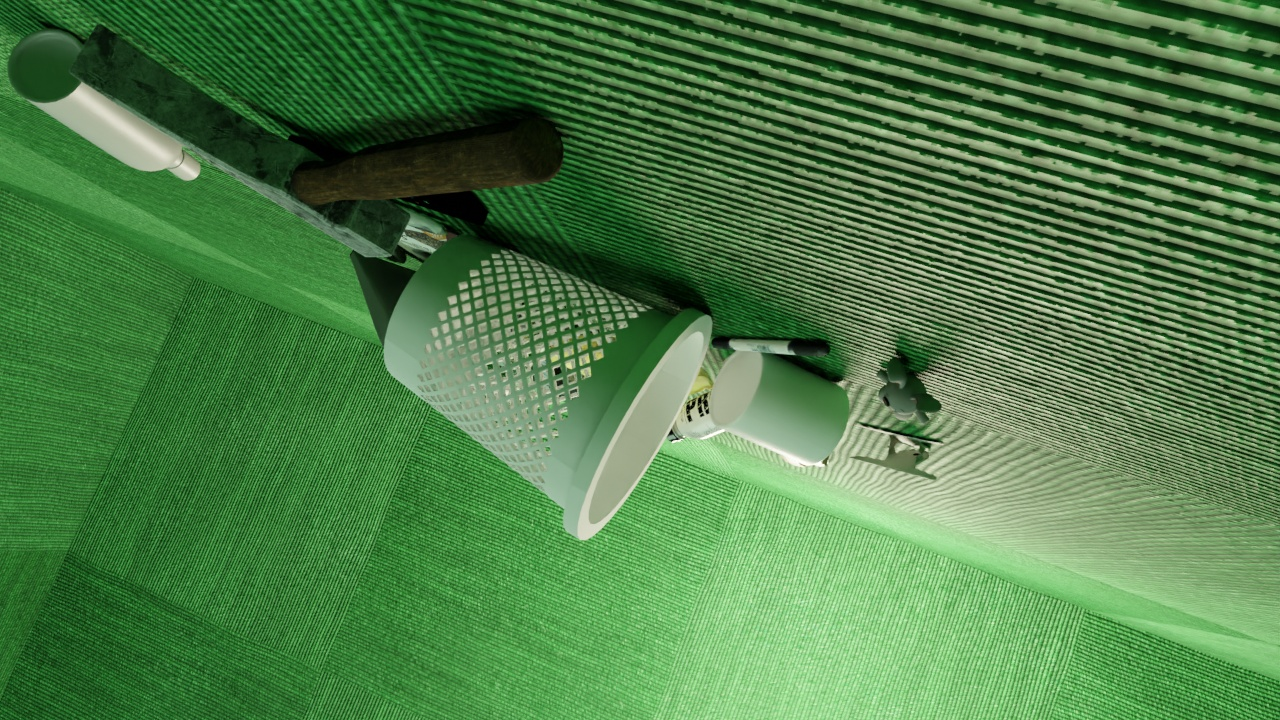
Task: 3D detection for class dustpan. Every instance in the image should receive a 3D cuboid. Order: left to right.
[{"bbox_3d":[-0.185,-0.005,0.916,0.163,0.033,0.257,19,-155,-47],"label":"dustpan"}]

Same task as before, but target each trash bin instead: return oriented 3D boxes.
[{"bbox_3d":[-0.079,0.005,0.722,0.199,0.195,0.195,29,174,13],"label":"trash bin"}]

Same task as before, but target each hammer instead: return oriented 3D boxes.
[{"bbox_3d":[-0.170,-0.127,0.512,0.301,0.037,0.217,7,159,48],"label":"hammer"}]

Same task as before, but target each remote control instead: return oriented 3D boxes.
[{"bbox_3d":[-0.180,-0.126,0.646,0.150,0.013,0.034,19,172,13],"label":"remote control"}]

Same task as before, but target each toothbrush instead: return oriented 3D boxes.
[{"bbox_3d":[-0.243,-0.135,0.737,0.189,0.017,0.016,21,171,1],"label":"toothbrush"}]

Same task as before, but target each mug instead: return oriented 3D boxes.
[{"bbox_3d":[0.111,0.030,0.780,0.090,0.074,0.110,24,-163,-22],"label":"mug"}]

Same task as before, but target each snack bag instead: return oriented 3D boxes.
[{"bbox_3d":[-0.225,-0.122,0.773,0.158,0.013,0.057,21,164,0],"label":"snack bag"}]

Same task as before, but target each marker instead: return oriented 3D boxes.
[{"bbox_3d":[0.098,-0.011,0.713,0.011,0.011,0.152,25,172,-26],"label":"marker"}]

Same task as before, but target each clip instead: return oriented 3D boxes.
[{"bbox_3d":[0.260,0.091,0.913,0.102,0.057,0.052,13,145,51],"label":"clip"}]

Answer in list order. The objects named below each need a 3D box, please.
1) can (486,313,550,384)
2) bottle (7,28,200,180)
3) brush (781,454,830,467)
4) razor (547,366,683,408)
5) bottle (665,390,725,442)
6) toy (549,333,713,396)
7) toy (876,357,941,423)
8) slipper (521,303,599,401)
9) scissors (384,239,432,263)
[{"bbox_3d":[-0.151,-0.033,0.877,0.121,0.067,0.067,32,170,-14],"label":"can"},{"bbox_3d":[-0.388,-0.179,0.695,0.052,0.052,0.195,21,172,2],"label":"bottle"},{"bbox_3d":[0.178,0.083,0.972,0.043,0.059,0.195,9,171,18],"label":"brush"},{"bbox_3d":[-0.022,0.034,0.939,0.144,0.042,0.022,14,135,-6],"label":"razor"},{"bbox_3d":[0.072,0.049,0.873,0.116,0.041,0.041,-26,144,31],"label":"bottle"},{"bbox_3d":[-0.005,0.005,0.885,0.155,0.064,0.170,9,177,15],"label":"toy"},{"bbox_3d":[0.186,0.024,0.646,0.049,0.030,0.111,49,-179,13],"label":"toy"},{"bbox_3d":[-0.090,0.002,1.039,0.111,0.083,0.268,20,172,20],"label":"slipper"},{"bbox_3d":[-0.232,-0.116,0.860,0.165,0.012,0.158,22,165,-17],"label":"scissors"}]
